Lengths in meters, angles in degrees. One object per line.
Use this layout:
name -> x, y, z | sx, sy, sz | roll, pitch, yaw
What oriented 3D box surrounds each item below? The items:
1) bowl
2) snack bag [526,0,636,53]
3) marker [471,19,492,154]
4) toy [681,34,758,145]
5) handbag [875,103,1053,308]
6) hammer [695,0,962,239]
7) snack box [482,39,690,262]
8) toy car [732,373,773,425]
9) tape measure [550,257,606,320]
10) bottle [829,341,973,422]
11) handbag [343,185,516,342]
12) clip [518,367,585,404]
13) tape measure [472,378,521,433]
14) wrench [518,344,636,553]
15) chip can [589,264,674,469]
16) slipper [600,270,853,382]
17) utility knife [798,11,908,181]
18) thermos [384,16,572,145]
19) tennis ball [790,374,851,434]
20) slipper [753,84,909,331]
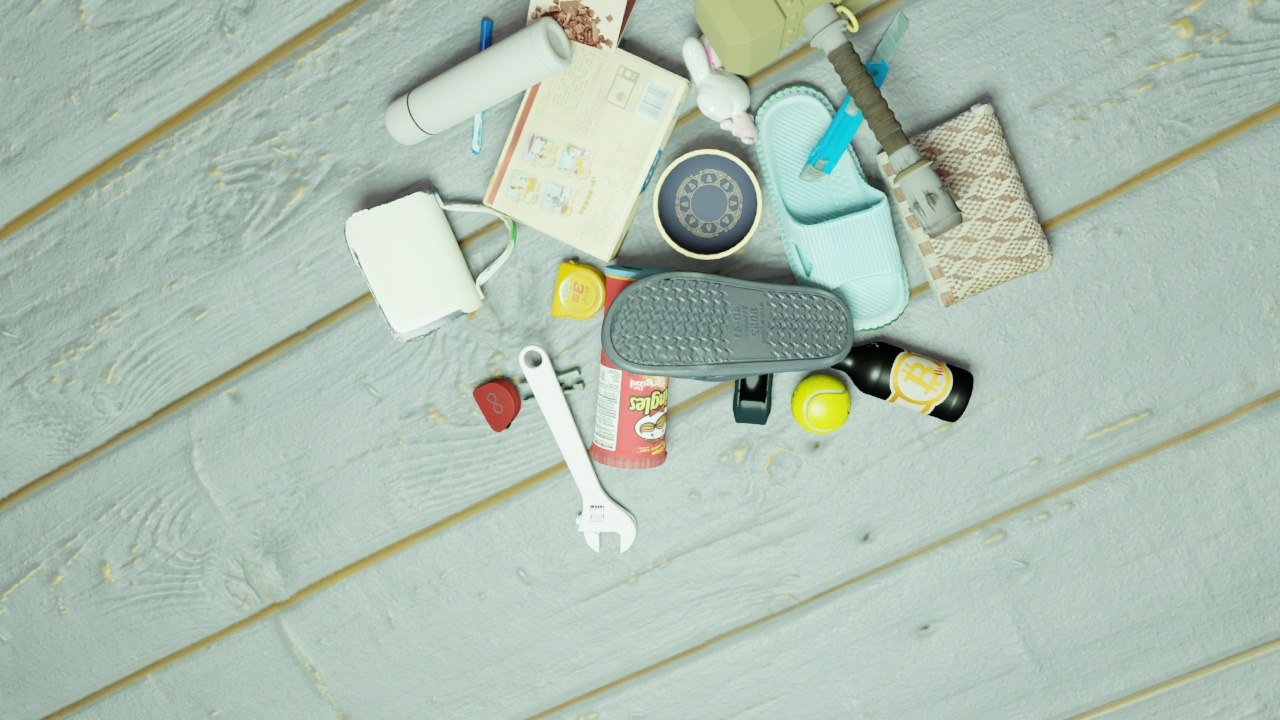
bowl -> 0.072, -0.166, 0.975 | 0.112, 0.061, 0.112 | 1, 102, 7
snack bag -> -0.039, -0.421, 0.915 | 0.094, 0.070, 0.206 | 19, 95, 3
marker -> -0.174, -0.298, 1.003 | 0.013, 0.013, 0.142 | 8, 103, 5
toy -> 0.084, -0.277, 0.948 | 0.037, 0.075, 0.125 | -23, 100, 42
handbag -> 0.336, -0.158, 0.954 | 0.124, 0.047, 0.186 | -23, 98, 19
hammer -> 0.211, -0.263, 0.880 | 0.190, 0.100, 0.325 | -30, 87, 4
snack box -> -0.058, -0.230, 0.980 | 0.153, 0.055, 0.207 | 25, 104, 2
toy car -> 0.127, 0.017, 1.021 | 0.046, 0.034, 0.112 | 4, 102, 6
tape measure -> -0.066, -0.078, 1.027 | 0.059, 0.030, 0.068 | 12, 106, 5
bottle -> 0.261, 0.011, 0.991 | 0.181, 0.059, 0.059 | 19, 103, 3
handbag -> -0.222, -0.118, 1.028 | 0.176, 0.074, 0.151 | -25, 100, -8
clip -> -0.103, 0.030, 1.059 | 0.076, 0.023, 0.043 | -13, 99, 7
tape measure -> -0.162, 0.051, 1.066 | 0.052, 0.019, 0.059 | -24, 98, 33
wrench -> -0.076, 0.106, 1.060 | 0.066, 0.018, 0.273 | -20, 105, 9
chip can -> -0.006, 0.006, 1.010 | 0.087, 0.087, 0.213 | 6, 102, 6
slipper -> 0.086, -0.031, 0.959 | 0.268, 0.083, 0.110 | 0, 78, -13
utility knife -> 0.220, -0.267, 0.931 | 0.031, 0.015, 0.206 | 29, 83, 5
thermos -> -0.175, -0.284, 0.954 | 0.225, 0.052, 0.052 | -17, 100, 29
tennis ball -> 0.197, 0.048, 1.003 | 0.065, 0.065, 0.065 | 1, 102, 6
slipper -> 0.197, -0.155, 0.961 | 0.116, 0.069, 0.276 | -21, 98, 14
